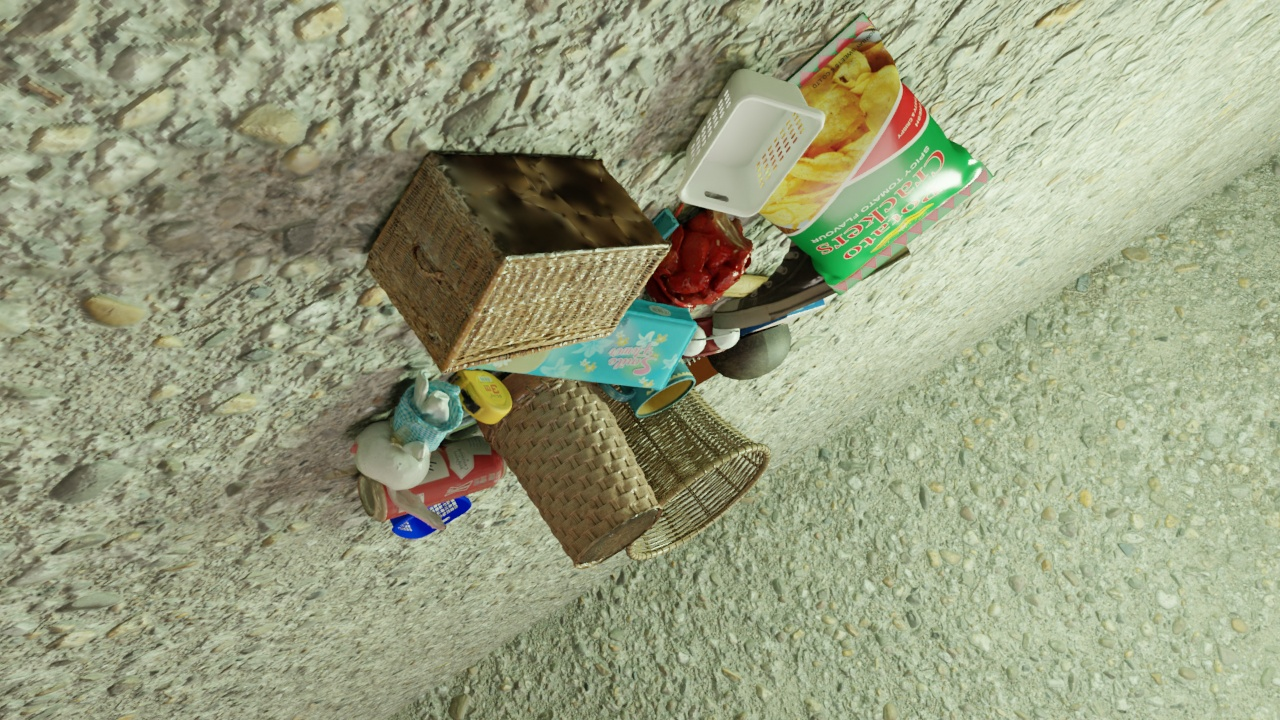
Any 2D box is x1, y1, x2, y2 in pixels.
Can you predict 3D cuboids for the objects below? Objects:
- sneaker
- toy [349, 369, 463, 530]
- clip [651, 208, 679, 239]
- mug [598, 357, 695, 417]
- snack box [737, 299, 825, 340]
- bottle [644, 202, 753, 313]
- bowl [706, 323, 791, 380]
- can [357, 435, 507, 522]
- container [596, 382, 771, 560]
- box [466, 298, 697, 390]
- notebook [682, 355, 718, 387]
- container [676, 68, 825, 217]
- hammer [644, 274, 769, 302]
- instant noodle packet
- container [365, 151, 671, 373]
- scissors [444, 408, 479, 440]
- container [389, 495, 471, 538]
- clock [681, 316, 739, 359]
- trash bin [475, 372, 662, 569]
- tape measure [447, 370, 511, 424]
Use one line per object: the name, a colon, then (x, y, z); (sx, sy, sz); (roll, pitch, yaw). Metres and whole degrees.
sneaker: (0.173, -0.119, 1.052); (0.235, 0.120, 0.095); (-27, 178, 26)
toy: (-0.242, 0.087, 0.944); (0.105, 0.131, 0.206); (-4, 145, -26)
clip: (-0.006, -0.106, 0.930); (0.113, 0.028, 0.127); (-9, 150, -48)
mug: (-0.006, 0.006, 1.095); (0.112, 0.104, 0.085); (-15, 156, -37)
snack box: (0.169, -0.059, 1.262); (0.087, 0.033, 0.155); (-17, 175, -41)
bottle: (0.057, -0.103, 0.943); (0.111, 0.099, 0.098); (-37, 163, 37)
bowl: (0.158, -0.004, 1.283); (0.121, 0.056, 0.121); (-20, 177, -1)
can: (-0.246, 0.138, 1.092); (0.169, 0.067, 0.067); (-14, 155, -36)
container: (0.023, 0.118, 1.216); (0.226, 0.196, 0.227); (-30, 154, -16)
box: (-0.078, -0.005, 0.922); (0.226, 0.074, 0.181); (8, 148, -32)
notebook: (0.036, 0.038, 1.392); (0.209, 0.022, 0.172); (-30, 164, -7)
container: (0.089, -0.188, 0.784); (0.080, 0.049, 0.130); (10, 144, -22)
hammer: (0.117, -0.093, 1.158); (0.132, 0.033, 0.329); (-43, 160, 27)
instant noodle packet: (0.204, -0.183, 0.890); (0.196, 0.090, 0.252); (-39, 130, 22)
container: (-0.088, -0.082, 0.706); (0.198, 0.113, 0.113); (-14, 151, -48)
scissors: (-0.162, 0.055, 1.122); (0.175, 0.033, 0.072); (-17, 154, -30)
container: (-0.277, 0.178, 1.178); (0.096, 0.058, 0.114); (-31, 163, -4)
clock: (0.071, -0.029, 1.153); (0.087, 0.044, 0.125); (-12, -174, -20)
trash bin: (-0.077, 0.116, 1.061); (0.151, 0.210, 0.151); (-30, 160, -13)
tape measure: (-0.168, 0.040, 0.989); (0.030, 0.059, 0.068); (-40, 161, 22)
